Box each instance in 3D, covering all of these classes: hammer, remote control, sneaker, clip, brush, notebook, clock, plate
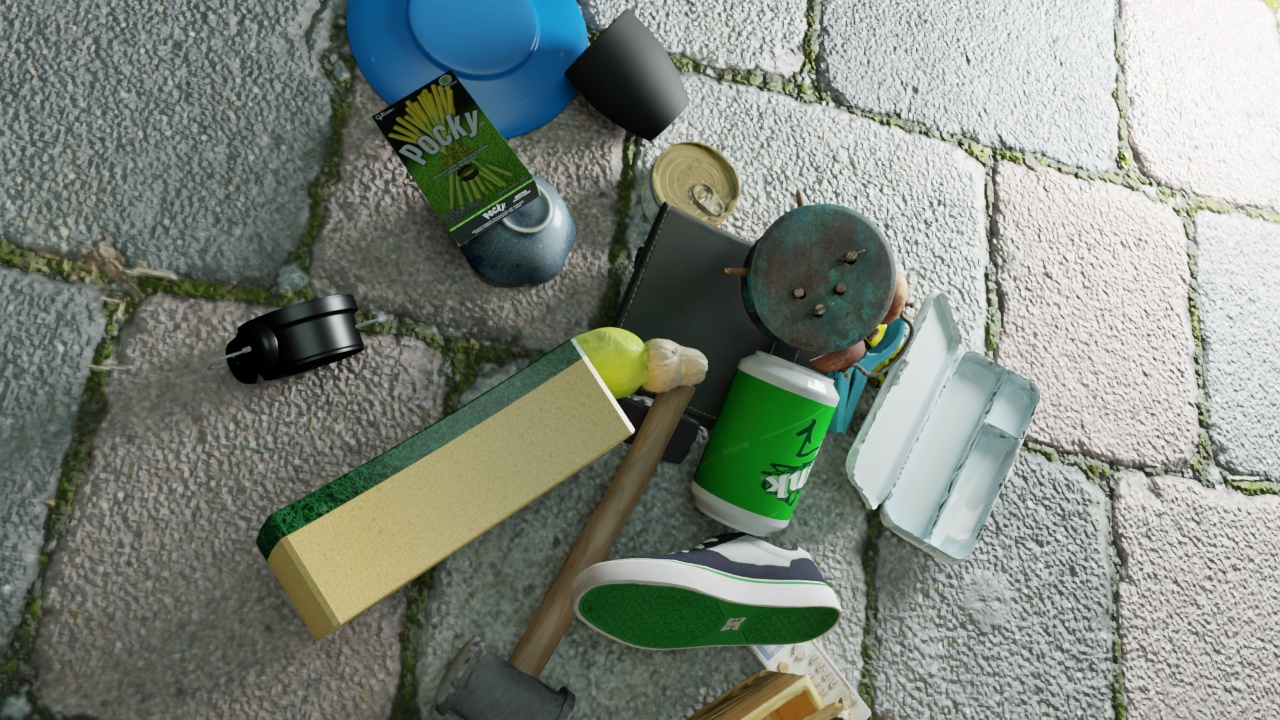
[{"bbox_3d":[-0.040,0.153,0.731,0.098,0.052,0.327,33,73,-6],"label":"hammer"},{"bbox_3d":[0.139,0.265,0.786,0.050,0.011,0.136,-37,88,-22],"label":"remote control"},{"bbox_3d":[-0.012,0.051,0.790,0.124,0.009,0.046,21,111,-10],"label":"remote control"},{"bbox_3d":[0.048,0.174,0.729,0.235,0.084,0.079,11,39,-28],"label":"sneaker"},{"bbox_3d":[0.180,-0.010,0.813,0.121,0.033,0.119,-46,110,-10],"label":"clip"},{"bbox_3d":[-0.136,0.094,0.654,0.249,0.195,0.075,-32,86,-22],"label":"brush"},{"bbox_3d":[0.081,-0.022,0.809,0.209,0.029,0.169,22,91,-14],"label":"notebook"},{"bbox_3d":[-0.269,-0.013,0.703,0.120,0.091,0.042,-20,91,-34],"label":"clock"},{"bbox_3d":[-0.156,-0.312,0.853,0.224,0.024,0.224,4,74,-15],"label":"plate"},{"bbox_3d":[0.158,-0.054,0.756,0.157,0.073,0.121,42,87,0],"label":"clock"}]

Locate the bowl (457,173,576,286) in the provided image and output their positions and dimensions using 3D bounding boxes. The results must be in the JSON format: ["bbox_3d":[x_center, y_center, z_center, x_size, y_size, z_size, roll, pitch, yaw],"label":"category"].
[{"bbox_3d":[-0.106,-0.123,0.800,0.110,0.055,0.110,5,73,-16],"label":"bowl"}]

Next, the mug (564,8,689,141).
[{"bbox_3d":[-0.002,-0.268,0.864,0.100,0.085,0.118,45,37,-14],"label":"mug"}]

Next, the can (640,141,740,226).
[{"bbox_3d":[0.046,-0.158,0.859,0.086,0.043,0.086,4,74,-15],"label":"can"}]

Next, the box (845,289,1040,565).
[{"bbox_3d":[0.275,0.062,0.853,0.186,0.084,0.210,36,69,-15],"label":"box"}]

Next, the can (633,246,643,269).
[{"bbox_3d":[0.065,-0.081,0.838,0.137,0.054,0.054,0,75,-16],"label":"can"}]

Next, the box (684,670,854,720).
[{"bbox_3d":[0.086,0.404,0.627,0.258,0.221,0.279,-26,85,-19],"label":"box"}]

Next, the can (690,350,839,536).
[{"bbox_3d":[0.103,0.069,0.767,0.088,0.088,0.140,20,95,-10],"label":"can"}]

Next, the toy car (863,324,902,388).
[{"bbox_3d":[0.224,-0.019,0.881,0.049,0.030,0.107,-34,85,-21],"label":"toy car"}]

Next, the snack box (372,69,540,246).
[{"bbox_3d":[-0.157,-0.174,0.777,0.080,0.025,0.147,-33,65,-7],"label":"snack box"}]

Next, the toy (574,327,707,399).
[{"bbox_3d":[-0.004,0.004,0.730,0.115,0.092,0.046,2,67,0],"label":"toy"}]
